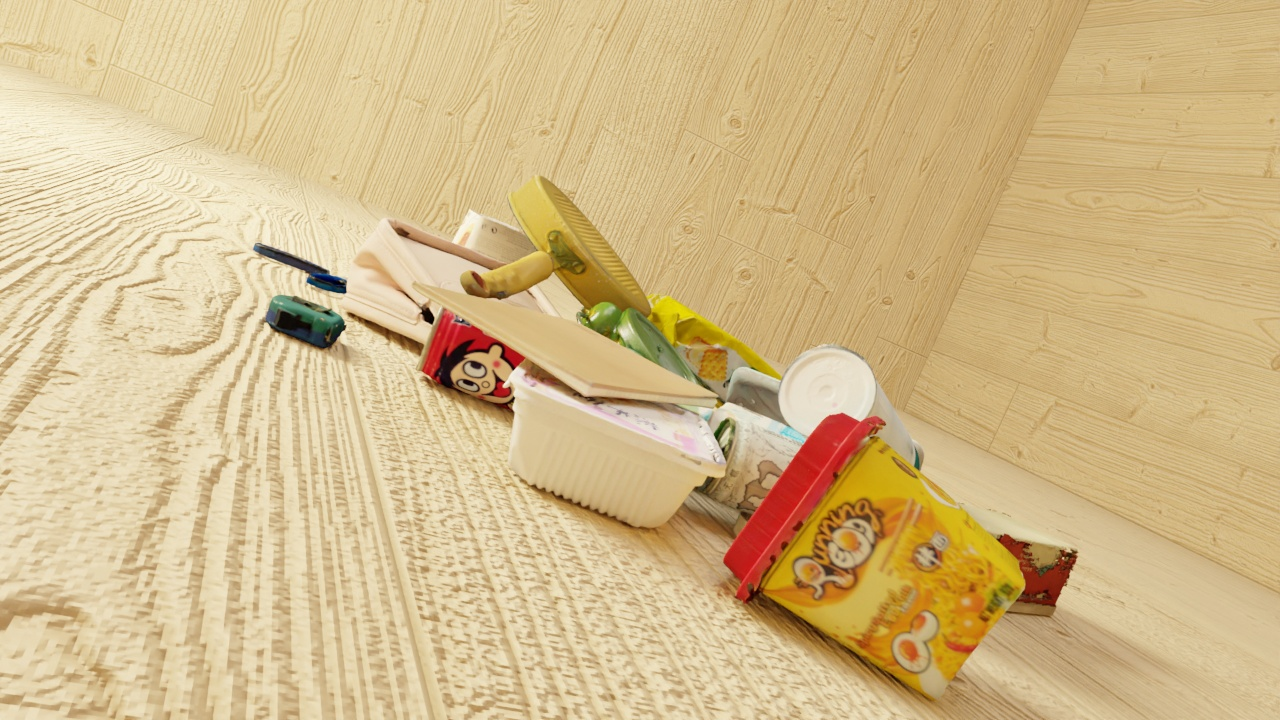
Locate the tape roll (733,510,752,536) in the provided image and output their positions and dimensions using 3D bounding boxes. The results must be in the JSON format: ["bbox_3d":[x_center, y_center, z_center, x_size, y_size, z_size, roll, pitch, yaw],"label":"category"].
[{"bbox_3d":[0.104,0.125,0.618,0.086,0.014,0.085,23,6,-3],"label":"tape roll"}]

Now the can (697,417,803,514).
[{"bbox_3d":[0.116,0.089,0.622,0.146,0.058,0.058,22,6,-7],"label":"can"}]

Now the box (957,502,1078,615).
[{"bbox_3d":[0.288,0.153,0.756,0.168,0.077,0.091,17,8,-41],"label":"box"}]

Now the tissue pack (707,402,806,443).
[{"bbox_3d":[0.094,0.081,0.742,0.090,0.063,0.140,23,5,10],"label":"tissue pack"}]

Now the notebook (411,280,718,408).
[{"bbox_3d":[-0.044,-0.008,0.653,0.149,0.012,0.211,29,8,24],"label":"notebook"}]

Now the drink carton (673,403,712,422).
[{"bbox_3d":[0.024,0.058,0.741,0.045,0.053,0.122,28,7,11],"label":"drink carton"}]

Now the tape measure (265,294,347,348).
[{"bbox_3d":[-0.243,-0.031,0.668,0.054,0.025,0.058,23,5,-11],"label":"tape measure"}]

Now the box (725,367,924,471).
[{"bbox_3d":[0.161,0.077,0.867,0.201,0.098,0.095,25,6,26],"label":"box"}]

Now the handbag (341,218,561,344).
[{"bbox_3d":[-0.139,-0.026,0.830,0.193,0.093,0.234,16,17,-49],"label":"handbag"}]

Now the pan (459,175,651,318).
[{"bbox_3d":[-0.087,-0.093,0.899,0.197,0.078,0.357,51,9,1],"label":"pan"}]

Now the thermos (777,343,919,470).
[{"bbox_3d":[0.170,0.061,0.706,0.073,0.073,0.224,26,-7,32],"label":"thermos"}]

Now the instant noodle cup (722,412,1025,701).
[{"bbox_3d":[0.127,0.103,0.490,0.124,0.116,0.116,36,10,17],"label":"instant noodle cup"}]

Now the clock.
[{"bbox_3d":[-0.005,0.005,0.846,0.161,0.056,0.116,40,16,-43],"label":"clock"}]

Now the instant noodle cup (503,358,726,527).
[{"bbox_3d":[-0.023,0.051,0.590,0.138,0.060,0.173,23,7,-3],"label":"instant noodle cup"}]

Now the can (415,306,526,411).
[{"bbox_3d":[-0.116,-0.004,0.698,0.093,0.066,0.066,22,6,-12],"label":"can"}]

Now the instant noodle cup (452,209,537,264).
[{"bbox_3d":[-0.174,-0.095,1.025,0.116,0.124,0.116,20,7,-23],"label":"instant noodle cup"}]

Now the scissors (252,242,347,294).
[{"bbox_3d":[-0.320,-0.087,0.952,0.162,0.012,0.174,22,5,0],"label":"scissors"}]

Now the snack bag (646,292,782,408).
[{"bbox_3d":[0.090,0.006,1.080,0.246,0.068,0.158,40,-4,-28],"label":"snack bag"}]
